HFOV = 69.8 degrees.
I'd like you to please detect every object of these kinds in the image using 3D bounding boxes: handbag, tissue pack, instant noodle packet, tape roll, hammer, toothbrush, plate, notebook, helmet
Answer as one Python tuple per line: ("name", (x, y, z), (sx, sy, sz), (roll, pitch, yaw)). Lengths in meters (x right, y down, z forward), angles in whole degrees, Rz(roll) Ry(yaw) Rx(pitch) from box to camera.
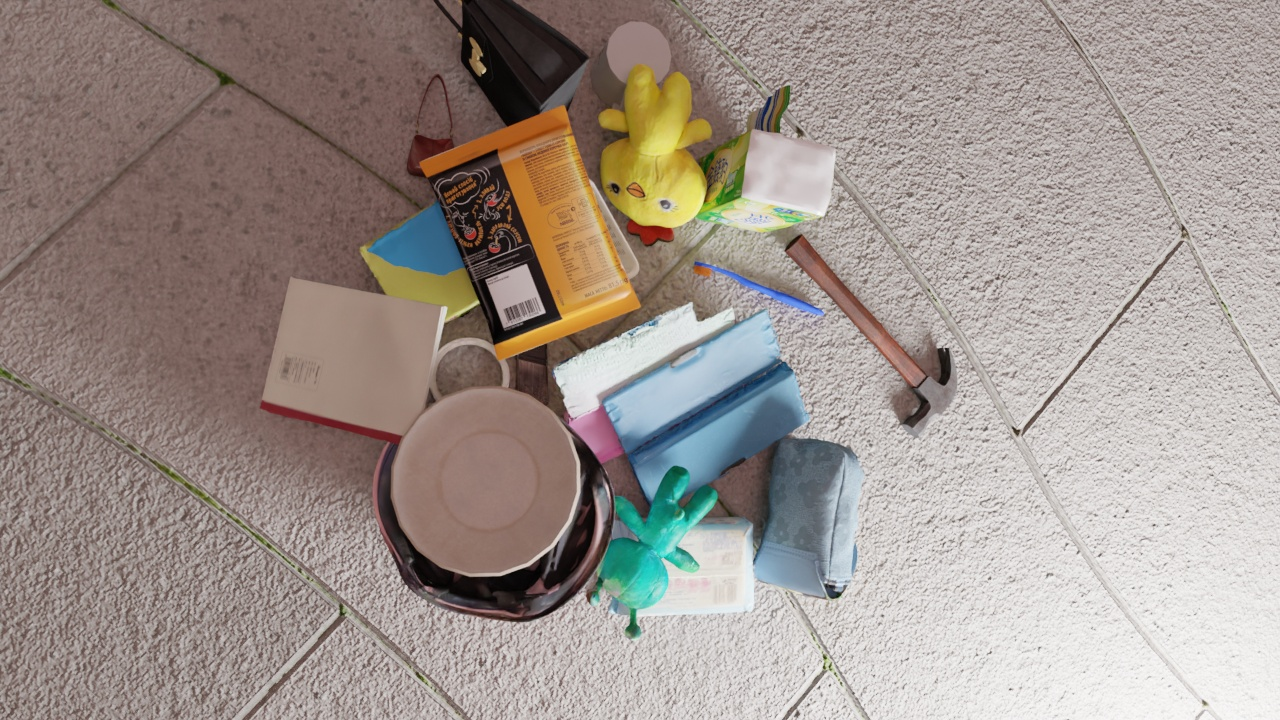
("handbag", (-0.162, -0.344, 0.992), (0.196, 0.176, 0.072), (44, 81, -7))
("handbag", (-0.236, -0.269, 1.050), (0.055, 0.029, 0.119), (3, 84, -16))
("tissue pack", (0.049, 0.245, 1.099), (0.181, 0.070, 0.112), (1, 90, -12))
("instant noodle packet", (-0.113, -0.130, 0.951), (0.160, 0.032, 0.221), (-20, 97, 5))
("handbag", (0.213, 0.193, 1.122), (0.118, 0.122, 0.191), (18, 79, -46))
("tape roll", (-0.199, 0.019, 1.064), (0.093, 0.013, 0.093), (0, 90, -14))
("hammer", (0.295, -0.044, 1.180), (0.300, 0.028, 0.111), (46, 81, -10))
("toothbrush", (0.149, -0.087, 1.149), (0.182, 0.016, 0.018), (20, 90, -13))
("plate", (-0.154, 0.121, 0.925), (0.189, 0.027, 0.188), (0, 80, 0))
("notebook", (-0.309, -0.001, 0.976), (0.209, 0.012, 0.153), (11, 88, 23))
("tissue pack", (0.140, -0.233, 1.054), (0.120, 0.198, 0.141), (9, 90, -20))
("helmet", (-0.157, 0.154, 1.003), (0.255, 0.152, 0.230), (21, 84, -3))

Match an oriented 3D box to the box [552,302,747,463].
("box", (0.013, 0.018, 1.069), (0.230, 0.035, 0.160), (-25, 128, -13))

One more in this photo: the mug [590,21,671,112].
("mug", (-0.015, -0.327, 1.069), (0.073, 0.090, 0.105), (11, 87, -14))

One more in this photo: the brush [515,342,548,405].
("brush", (-0.129, -0.022, 1.082), (0.039, 0.012, 0.151), (-1, 90, -14))

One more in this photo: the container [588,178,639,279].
("container", (-0.067, -0.139, 1.077), (0.080, 0.049, 0.129), (-31, 97, -12))

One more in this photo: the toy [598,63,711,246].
("toy", (0.018, -0.233, 1.049), (0.134, 0.208, 0.092), (20, 51, 19))

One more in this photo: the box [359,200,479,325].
("box", (-0.178, -0.128, 1.008), (0.221, 0.081, 0.124), (-32, 96, 3))

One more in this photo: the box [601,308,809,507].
("box", (0.083, 0.062, 1.089), (0.231, 0.033, 0.175), (-30, 123, -11))

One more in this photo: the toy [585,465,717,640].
("toy", (0.013, 0.208, 1.025), (0.130, 0.072, 0.193), (37, 74, -7))
